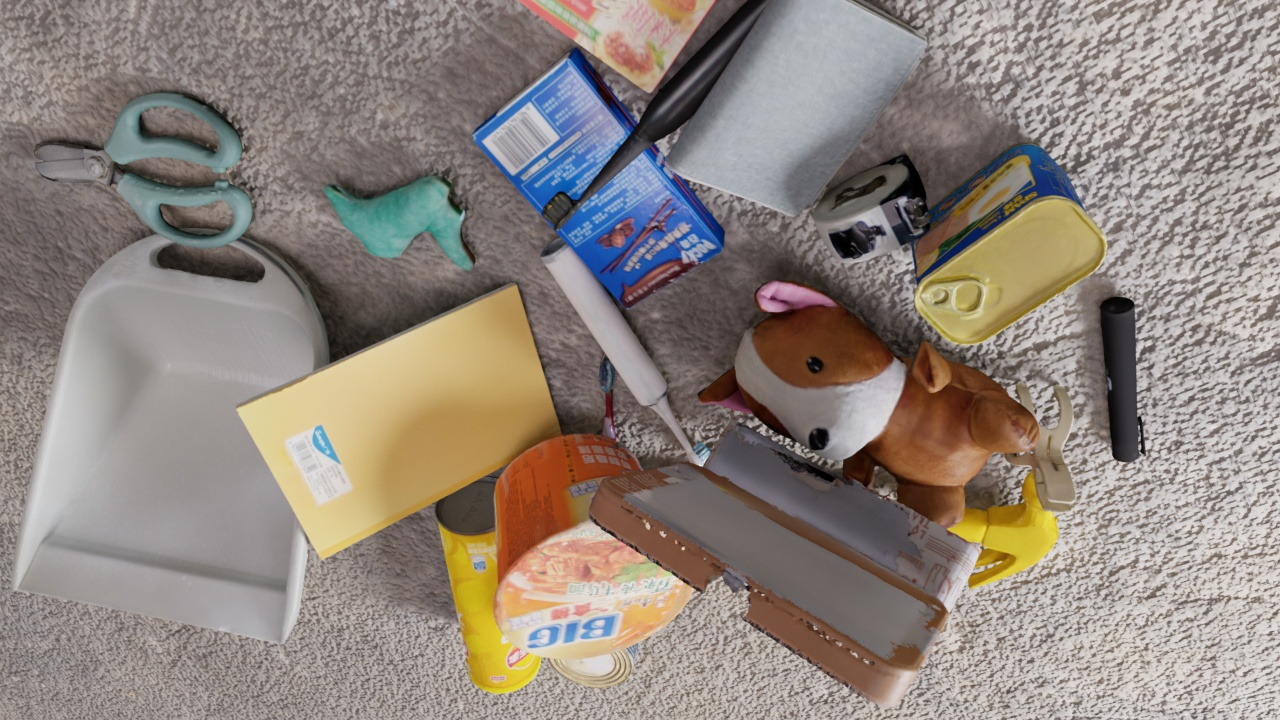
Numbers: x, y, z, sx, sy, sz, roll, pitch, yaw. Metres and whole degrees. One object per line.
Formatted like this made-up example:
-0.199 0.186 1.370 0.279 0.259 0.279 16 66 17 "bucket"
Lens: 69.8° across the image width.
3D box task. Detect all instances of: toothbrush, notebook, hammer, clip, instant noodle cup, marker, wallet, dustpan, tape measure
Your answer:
0.018 -0.150 0.539 0.213 0.026 0.027 -40 111 22 "toothbrush"
-0.163 0.045 0.669 0.206 0.010 0.146 -27 126 -19 "notebook"
-0.004 0.004 0.676 0.026 0.027 0.221 -41 117 -16 "toothbrush"
0.162 0.119 0.713 0.301 0.032 0.129 5 136 12 "hammer"
0.273 0.051 0.620 0.035 0.101 0.096 6 99 9 "clip"
-0.044 0.134 0.695 0.151 0.111 0.152 -9 129 -12 "instant noodle cup"
-0.026 0.072 0.736 0.016 0.017 0.188 7 126 8 "toothbrush"
0.326 0.016 0.619 0.022 0.020 0.132 -4 125 28 "marker"
0.091 -0.149 0.529 0.106 0.037 0.130 13 132 -30 "wallet"
-0.339 0.044 0.676 0.223 0.257 0.143 9 150 5 "dustpan"
0.139 -0.089 0.554 0.066 0.065 0.033 -24 113 24 "tape measure"

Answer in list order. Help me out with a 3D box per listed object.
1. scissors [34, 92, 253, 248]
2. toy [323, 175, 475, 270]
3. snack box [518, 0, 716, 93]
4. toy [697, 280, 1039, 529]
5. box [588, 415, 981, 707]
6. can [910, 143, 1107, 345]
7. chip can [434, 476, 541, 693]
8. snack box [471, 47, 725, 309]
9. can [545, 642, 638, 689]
-0.355 -0.118 0.660 0.185 0.019 0.129 -10 113 19 "scissors"
-0.160 -0.095 0.637 0.092 0.030 0.096 -16 126 25 "toy"
-0.034 -0.227 0.516 0.153 0.025 0.075 33 126 -12 "snack box"
0.146 0.031 0.613 0.199 0.130 0.140 30 123 2 "toy"
0.099 0.111 0.547 0.179 0.102 0.261 28 172 24 "box"
0.211 -0.070 0.542 0.057 0.083 0.102 40 124 -17 "can"
-0.133 0.205 0.822 0.072 0.071 0.214 5 125 8 "chip can"
-0.025 -0.113 0.596 0.085 0.026 0.157 -30 114 28 "snack box"
-0.033 0.211 0.780 0.075 0.110 0.075 6 126 8 "can"
